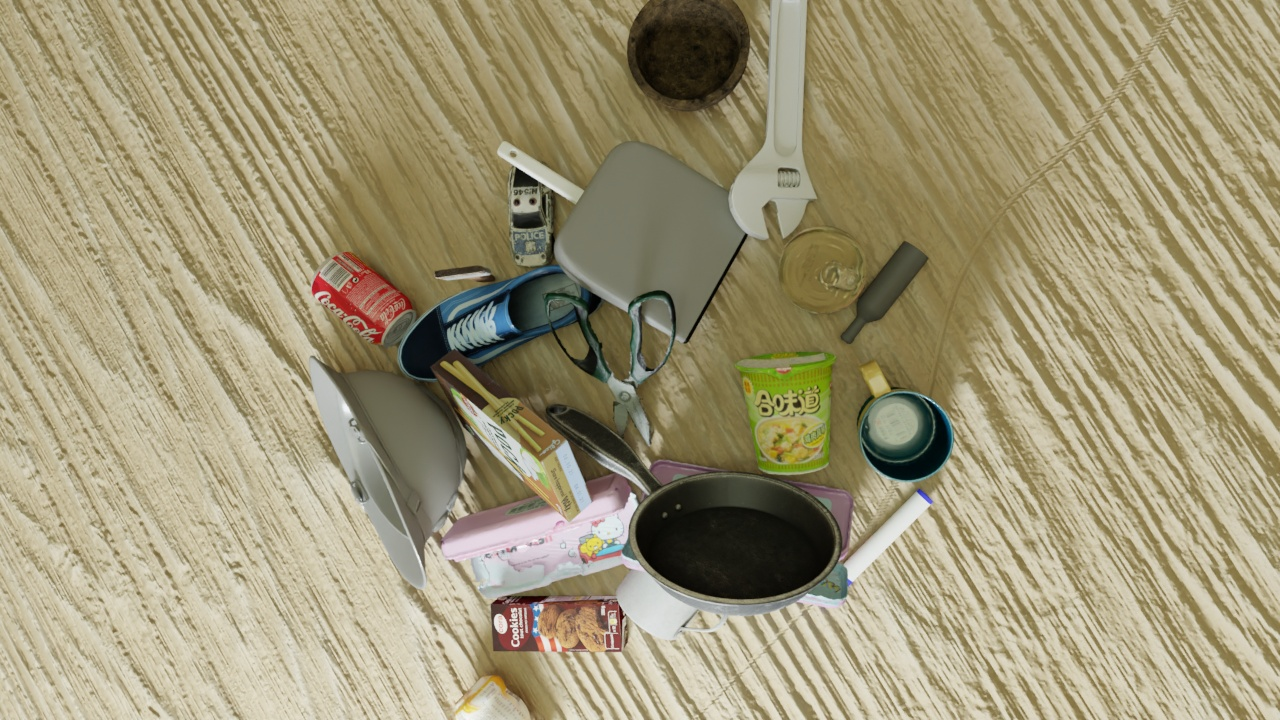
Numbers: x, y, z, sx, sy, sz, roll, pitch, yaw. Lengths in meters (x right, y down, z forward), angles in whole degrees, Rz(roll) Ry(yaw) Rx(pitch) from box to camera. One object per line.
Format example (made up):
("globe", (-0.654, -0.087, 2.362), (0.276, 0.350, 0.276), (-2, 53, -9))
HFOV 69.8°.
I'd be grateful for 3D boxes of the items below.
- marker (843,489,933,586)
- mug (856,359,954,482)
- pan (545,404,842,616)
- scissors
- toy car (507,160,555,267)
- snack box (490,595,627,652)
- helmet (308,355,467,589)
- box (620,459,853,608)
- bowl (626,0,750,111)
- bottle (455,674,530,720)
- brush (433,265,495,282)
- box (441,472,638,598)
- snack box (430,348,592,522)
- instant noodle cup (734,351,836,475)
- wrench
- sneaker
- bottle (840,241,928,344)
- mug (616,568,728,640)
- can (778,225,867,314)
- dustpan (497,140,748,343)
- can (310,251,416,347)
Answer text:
("marker", (0.237, 0.186, 0.921), (0.020, 0.020, 0.141), (43, 99, 7))
("mug", (0.241, 0.052, 0.872), (0.083, 0.107, 0.113), (-27, 87, 12))
("pan", (0.025, 0.129, 0.872), (0.357, 0.186, 0.055), (25, 127, 41))
("scissors", (-0.001, 0.008, 0.913), (0.147, 0.015, 0.210), (-14, 122, 22))
("toy car", (-0.117, -0.155, 0.970), (0.048, 0.040, 0.113), (-1, 92, 12))
("snack box", (-0.087, 0.281, 0.982), (0.141, 0.031, 0.051), (-3, 91, 11))
("helmet", (-0.241, 0.094, 0.959), (0.117, 0.184, 0.271), (-24, 69, -28))
("box", (0.097, 0.171, 0.898), (0.214, 0.149, 0.049), (9, 127, 11))
("bowl", (0.051, -0.307, 0.923), (0.121, 0.056, 0.121), (0, 92, 11))
("bottle", (-0.146, 0.391, 0.982), (0.109, 0.063, 0.063), (45, 99, 6))
("brush", (-0.168, -0.085, 0.930), (0.045, 0.143, 0.008), (-7, 91, 3))
("box", (-0.096, 0.195, 0.961), (0.202, 0.086, 0.102), (-17, 101, 11))
("snack box", (-0.129, 0.072, 0.910), (0.031, 0.101, 0.186), (-40, 51, -21))
("instant noodle cup", (0.146, 0.051, 0.902), (0.099, 0.098, 0.108), (-4, 100, 11))
("wrench", (0.134, -0.258, 0.919), (0.086, 0.018, 0.273), (1, 90, -6))
("sneaker", (-0.158, -0.044, 0.952), (0.241, 0.098, 0.083), (-21, 88, 11))
("bottle", (0.237, -0.064, 0.907), (0.030, 0.030, 0.113), (38, 98, 8))
("mug", (0.035, 0.239, 0.924), (0.113, 0.084, 0.070), (42, 102, 36))
("can", (0.180, -0.089, 0.911), (0.086, 0.043, 0.086), (0, 92, 11))
("dustpan", (-0.028, -0.148, 0.915), (0.257, 0.033, 0.163), (32, 73, -6))
("can", (-0.300, -0.065, 0.997), (0.105, 0.064, 0.064), (38, 98, 8))
